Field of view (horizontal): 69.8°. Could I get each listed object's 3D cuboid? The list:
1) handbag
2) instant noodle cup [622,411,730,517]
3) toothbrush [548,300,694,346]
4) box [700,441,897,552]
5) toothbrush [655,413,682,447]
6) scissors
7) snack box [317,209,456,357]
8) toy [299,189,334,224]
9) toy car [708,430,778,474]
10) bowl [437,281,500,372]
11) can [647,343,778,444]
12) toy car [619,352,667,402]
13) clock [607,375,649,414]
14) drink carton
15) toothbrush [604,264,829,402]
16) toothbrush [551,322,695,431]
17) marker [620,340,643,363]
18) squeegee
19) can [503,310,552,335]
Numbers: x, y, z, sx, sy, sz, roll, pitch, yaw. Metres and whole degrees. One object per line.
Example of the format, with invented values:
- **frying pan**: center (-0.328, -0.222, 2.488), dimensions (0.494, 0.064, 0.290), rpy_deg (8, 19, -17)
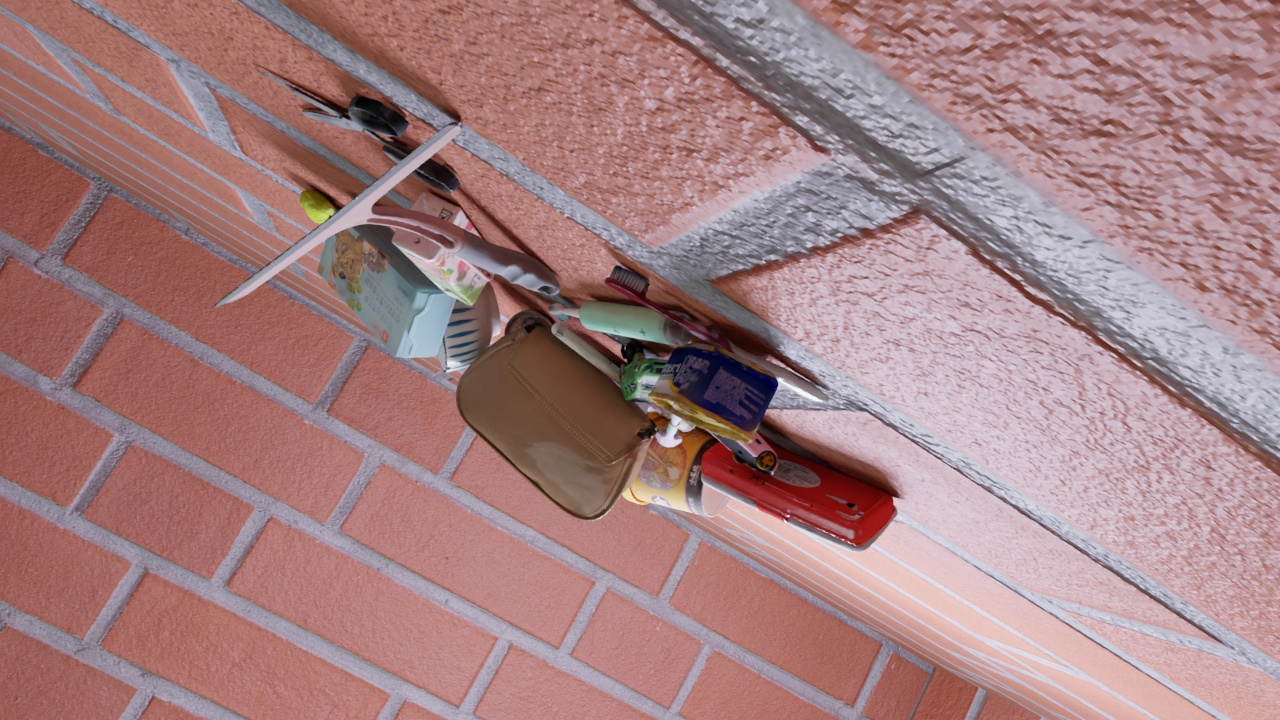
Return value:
- **handbag**: center (-0.080, 0.056, 0.935), dimensions (0.204, 0.148, 0.099), rpy_deg (43, -146, 0)
- **instant noodle cup**: center (0.051, 0.133, 1.136), dimensions (0.115, 0.118, 0.118), rpy_deg (14, 163, 31)
- **toothbrush**: center (-0.027, -0.035, 0.770), dimensions (0.027, 0.026, 0.225), rpy_deg (48, 162, -27)
- **box**: center (0.159, 0.132, 0.940), dimensions (0.201, 0.086, 0.047), rpy_deg (21, 125, 38)
- **toothbrush**: center (0.039, 0.040, 0.861), dimensions (0.029, 0.021, 0.189), rpy_deg (15, 153, 0)
- **scissors**: center (-0.203, -0.170, 0.662), dimensions (0.159, 0.014, 0.178), rpy_deg (36, 170, -21)
- **snack box**: center (-0.255, -0.078, 0.912), dimensions (0.051, 0.074, 0.175), rpy_deg (-2, -146, -48)
- **toy**: center (-0.343, -0.155, 1.044), dimensions (0.100, 0.031, 0.097), rpy_deg (33, 167, -16)
- **toy car**: center (0.090, 0.067, 0.899), dimensions (0.122, 0.037, 0.056), rpy_deg (42, 167, -20)
- **bowl**: center (-0.186, -0.050, 0.966), dimensions (0.066, 0.116, 0.116), rpy_deg (-12, -178, -18)
- **can**: center (0.053, 0.024, 0.702), dimensions (0.074, 0.049, 0.148), rpy_deg (29, 174, -10)
- **toy car**: center (0.008, 0.016, 0.850), dimensions (0.043, 0.036, 0.091), rpy_deg (7, 163, -13)
- **clock**: center (-0.030, 0.050, 1.032), dimensions (0.055, 0.082, 0.122), rpy_deg (25, 169, 47)
- **drink carton**: center (-0.164, -0.093, 0.796), dimensions (0.045, 0.053, 0.122), rpy_deg (27, 170, 13)
- **toothbrush**: center (0.058, -0.017, 0.667), dimensions (0.187, 0.017, 0.016), rpy_deg (29, 167, -8)
- **toothbrush**: center (-0.015, 0.017, 0.905), dimensions (0.189, 0.020, 0.029), rpy_deg (37, 136, -28)
- **marker**: center (-0.005, 0.005, 0.922), dimensions (0.022, 0.020, 0.132), rpy_deg (1, 167, 2)
- **squeegee**: center (-0.145, -0.088, 0.700), dimensions (0.248, 0.040, 0.249), rpy_deg (-28, 158, 28)
- **can**: center (-0.107, -0.010, 1.034), dimensions (0.053, 0.053, 0.134), rpy_deg (26, 169, 21)
